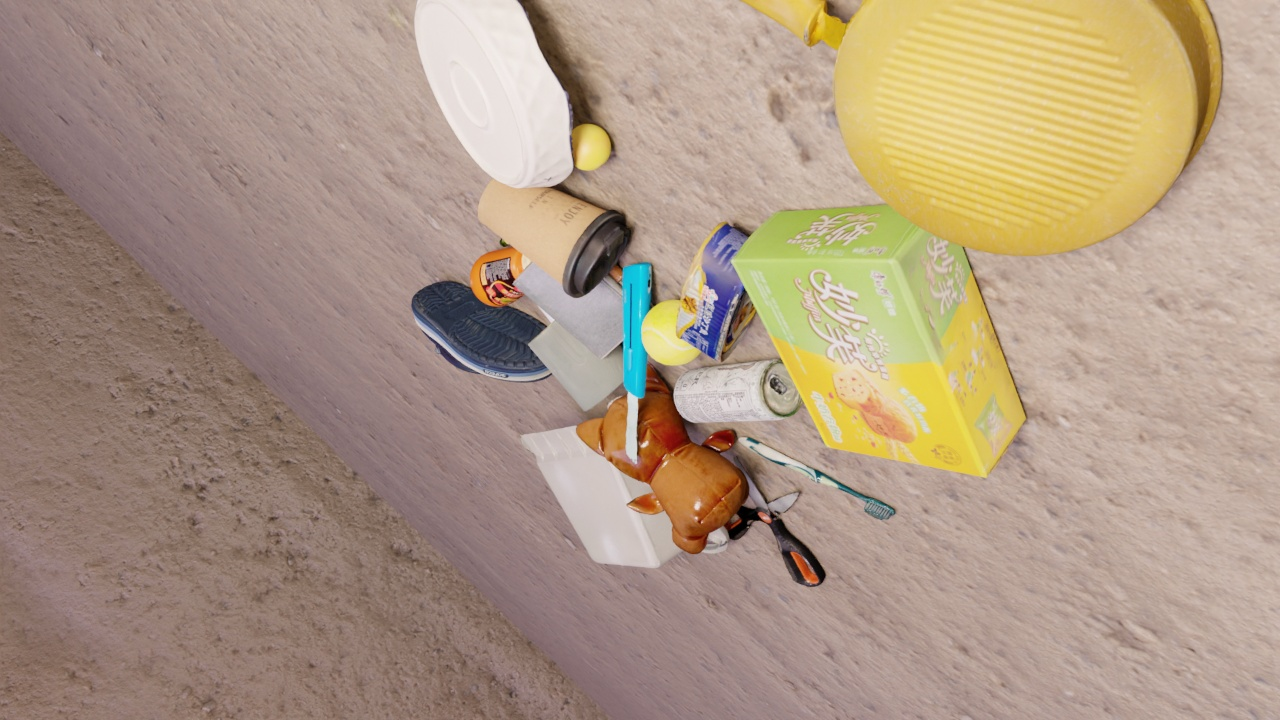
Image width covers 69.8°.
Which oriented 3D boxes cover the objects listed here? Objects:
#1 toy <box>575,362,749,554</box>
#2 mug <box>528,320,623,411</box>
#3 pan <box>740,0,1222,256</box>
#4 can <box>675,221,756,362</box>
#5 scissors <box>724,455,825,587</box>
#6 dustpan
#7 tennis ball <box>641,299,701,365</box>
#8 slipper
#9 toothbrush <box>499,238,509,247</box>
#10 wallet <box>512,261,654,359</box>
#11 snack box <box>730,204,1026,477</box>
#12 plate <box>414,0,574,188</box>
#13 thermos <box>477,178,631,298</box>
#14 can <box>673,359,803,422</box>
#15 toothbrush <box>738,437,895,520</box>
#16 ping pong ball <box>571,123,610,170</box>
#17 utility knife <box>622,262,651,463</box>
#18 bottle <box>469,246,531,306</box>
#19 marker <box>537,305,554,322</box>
[{"bbox_3d":[0.031,0.110,1.038,0.199,0.140,0.131,44,163,7],"label":"toy"},{"bbox_3d":[-0.075,-0.002,1.080,0.103,0.083,0.124,49,155,-7],"label":"mug"},{"bbox_3d":[0.144,-0.187,0.543,0.358,0.078,0.198,25,146,20],"label":"pan"},{"bbox_3d":[0.072,-0.057,0.802,0.049,0.074,0.148,33,153,14],"label":"can"},{"bbox_3d":[0.153,0.201,1.125,0.221,0.021,0.233,50,154,-13],"label":"scissors"},{"bbox_3d":[-0.005,0.175,1.217,0.223,0.142,0.258,-15,102,57],"label":"dustpan"},{"bbox_3d":[0.034,-0.028,0.906,0.065,0.065,0.066,33,152,20],"label":"tennis ball"},{"bbox_3d":[-0.212,-0.023,1.212,0.253,0.104,0.095,28,143,33],"label":"slipper"},{"bbox_3d":[-0.114,-0.148,1.000,0.017,0.012,0.186,40,156,-19],"label":"toothbrush"},{"bbox_3d":[-0.057,-0.073,0.979,0.129,0.036,0.107,42,130,-12],"label":"wallet"},{"bbox_3d":[0.183,-0.015,0.709,0.158,0.069,0.210,8,137,51],"label":"snack box"},{"bbox_3d":[-0.134,-0.241,0.805,0.205,0.045,0.205,47,158,26],"label":"plate"},{"bbox_3d":[-0.083,-0.126,0.889,0.143,0.092,0.093,33,152,15],"label":"thermos"},{"bbox_3d":[0.096,0.032,0.916,0.058,0.058,0.147,52,153,-17],"label":"can"},{"bbox_3d":[0.181,0.124,0.976,0.192,0.018,0.016,25,149,33],"label":"toothbrush"},{"bbox_3d":[-0.046,-0.188,0.810,0.040,0.040,0.040,33,152,20],"label":"ping pong ball"},{"bbox_3d":[-0.006,0.006,0.953,0.034,0.018,0.223,20,117,40],"label":"utility knife"},{"bbox_3d":[-0.138,-0.103,1.049,0.150,0.066,0.067,-11,121,51],"label":"bottle"},{"bbox_3d":[-0.090,-0.032,1.128,0.023,0.018,0.131,-18,118,40],"label":"marker"}]
